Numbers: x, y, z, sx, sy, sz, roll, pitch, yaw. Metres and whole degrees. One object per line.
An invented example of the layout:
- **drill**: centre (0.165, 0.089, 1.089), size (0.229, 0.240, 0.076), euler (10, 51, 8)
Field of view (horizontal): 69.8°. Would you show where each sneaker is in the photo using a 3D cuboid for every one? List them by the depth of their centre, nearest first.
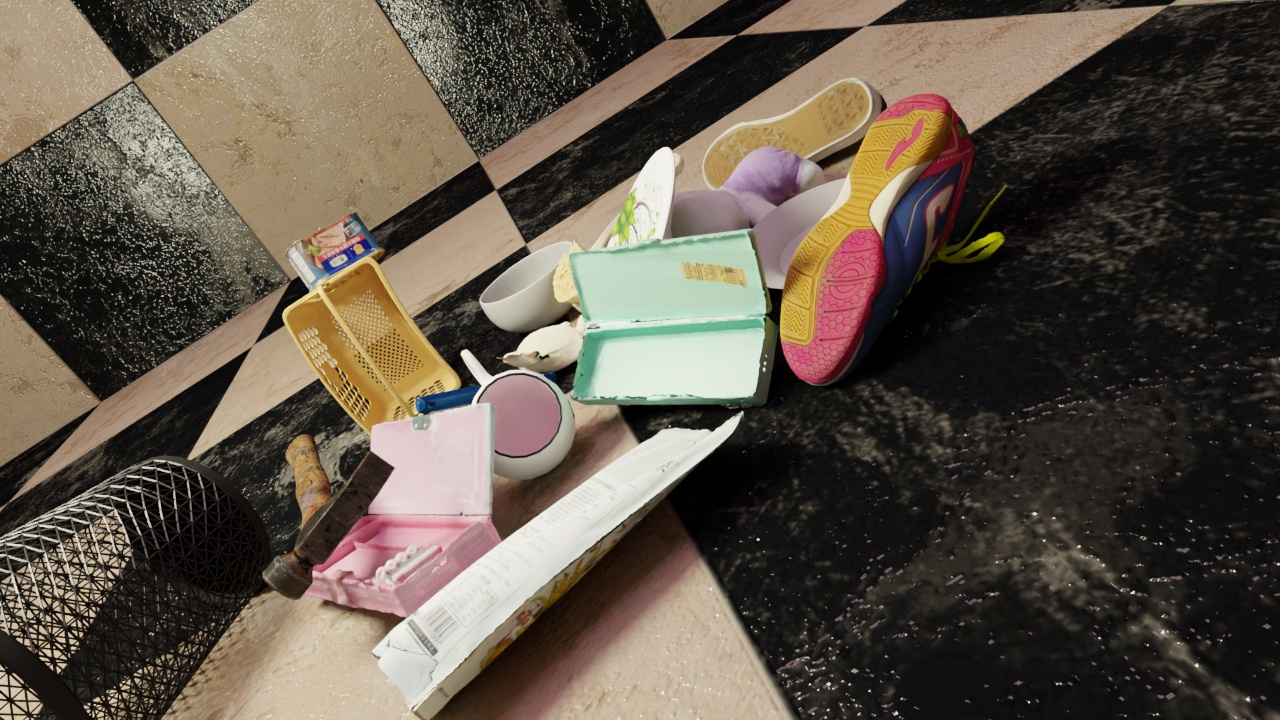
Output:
- **sneaker**: centre (0.189, -0.079, 0.682), size (0.116, 0.091, 0.241), euler (14, 72, 49)
- **sneaker**: centre (0.182, -0.251, 1.071), size (0.236, 0.087, 0.079), euler (-18, -9, 39)

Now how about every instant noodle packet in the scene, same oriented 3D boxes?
- **instant noodle packet**: centre (-0.052, 0.126, 0.612), size (0.268, 0.057, 0.147), euler (-37, 9, -21)

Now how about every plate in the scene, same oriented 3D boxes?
- **plate**: centre (0.172, -0.109, 0.813), size (0.173, 0.019, 0.172), euler (-20, 33, 13)
- **plate**: centre (-0.001, -0.091, 0.890), size (0.229, 0.030, 0.229), euler (-164, 91, -75)

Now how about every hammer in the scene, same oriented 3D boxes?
- **hammer**: centre (-0.289, 0.105, 0.824), size (0.120, 0.033, 0.331), euler (-52, 22, -10)

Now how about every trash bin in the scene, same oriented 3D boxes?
- **trash bin**: centre (-0.458, 0.214, 0.776), size (0.217, 0.217, 0.242), euler (-21, 18, 26)

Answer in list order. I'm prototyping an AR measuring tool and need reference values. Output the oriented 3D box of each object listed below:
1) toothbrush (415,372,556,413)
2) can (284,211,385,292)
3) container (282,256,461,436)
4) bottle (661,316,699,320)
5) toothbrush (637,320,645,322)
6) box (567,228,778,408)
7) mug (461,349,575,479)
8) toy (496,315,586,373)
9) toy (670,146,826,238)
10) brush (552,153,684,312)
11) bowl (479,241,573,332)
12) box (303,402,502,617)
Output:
- **toothbrush**: centre (-0.138, 0.028, 0.855), size (0.017, 0.016, 0.189), euler (-9, 2, 31)
- **can**: centre (-0.360, -0.126, 1.078), size (0.099, 0.059, 0.054), euler (-38, 7, -30)
- **container**: centre (-0.309, -0.011, 1.054), size (0.129, 0.183, 0.167), euler (-34, 14, -4)
- **bottle**: centre (0.025, -0.011, 0.790), size (0.131, 0.048, 0.048), euler (-30, 22, 6)
- **toothbrush**: centre (-0.004, -0.077, 1.009), size (0.014, 0.017, 0.187), euler (-36, 22, 15)
- **box**: centre (0.019, -0.030, 0.731), size (0.187, 0.138, 0.056), euler (0, -3, 39)
- **mug**: centre (-0.110, 0.042, 0.770), size (0.090, 0.124, 0.076), euler (-38, -11, -13)
- **toy**: centre (-0.097, -0.012, 0.948), size (0.087, 0.050, 0.112), euler (-12, 24, 43)
- **toy**: centre (0.091, -0.155, 0.962), size (0.208, 0.085, 0.138), euler (-37, 24, -24)
- **brush**: centre (-0.018, -0.159, 1.076), size (0.062, 0.077, 0.271), euler (5, 49, 38)
- **bowl**: centre (-0.121, -0.080, 1.103), size (0.132, 0.064, 0.131), euler (-27, 23, 12)
- **box**: centre (-0.189, 0.127, 0.741), size (0.234, 0.075, 0.172), euler (-10, 49, 52)
